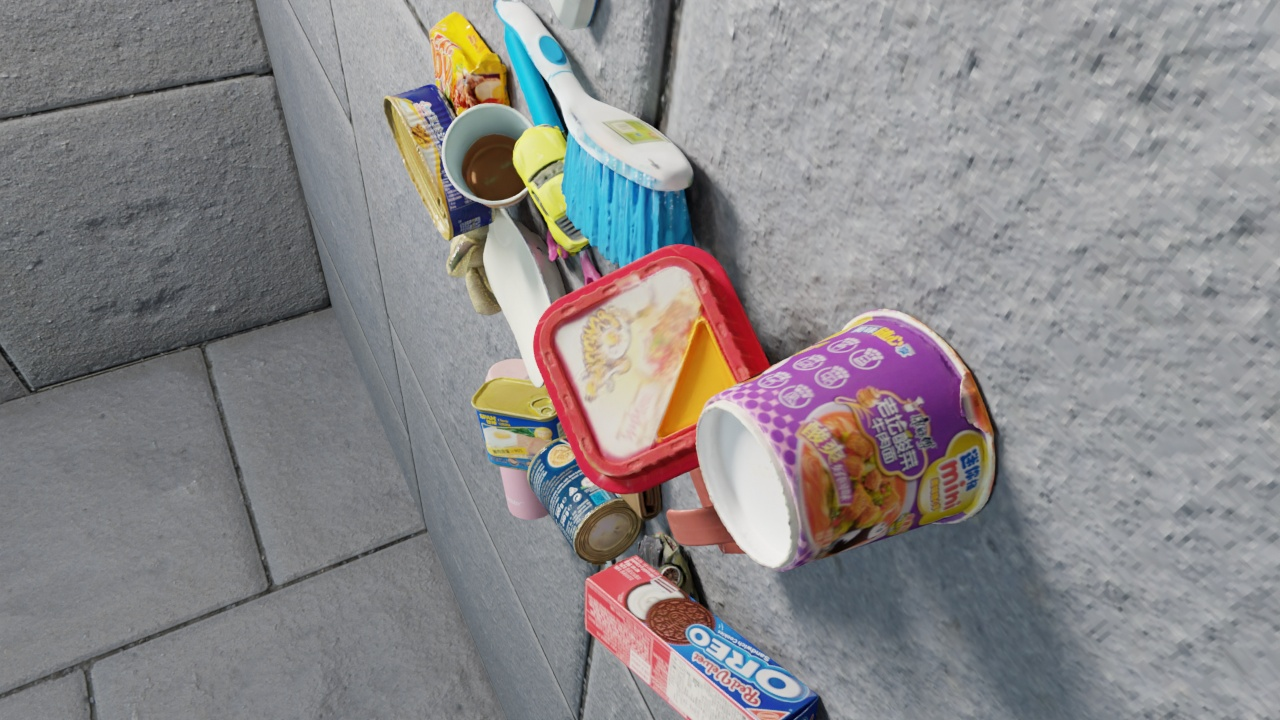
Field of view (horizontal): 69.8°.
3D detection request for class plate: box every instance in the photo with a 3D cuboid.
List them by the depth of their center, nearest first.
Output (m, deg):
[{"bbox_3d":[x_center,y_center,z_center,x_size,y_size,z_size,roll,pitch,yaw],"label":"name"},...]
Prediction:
[{"bbox_3d":[-0.108,-0.069,0.900,0.164,0.034,0.164,64,158,17],"label":"plate"}]

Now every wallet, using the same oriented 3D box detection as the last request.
[{"bbox_3d":[-0.022,0.079,0.824,0.115,0.033,0.090,45,150,47],"label":"wallet"}]

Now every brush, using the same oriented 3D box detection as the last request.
[{"bbox_3d":[0.066,0.090,0.560,0.063,0.069,0.146,68,159,3],"label":"brush"},{"bbox_3d":[-0.043,-0.167,0.640,0.314,0.060,0.110,-131,35,-48],"label":"brush"}]

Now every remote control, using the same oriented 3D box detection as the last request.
[{"bbox_3d":[-0.063,-0.284,0.615,0.125,0.024,0.049,66,158,12],"label":"remote control"}]

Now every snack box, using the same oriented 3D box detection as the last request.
[{"bbox_3d":[0.040,0.230,0.702,0.208,0.057,0.058,29,125,43],"label":"snack box"}]

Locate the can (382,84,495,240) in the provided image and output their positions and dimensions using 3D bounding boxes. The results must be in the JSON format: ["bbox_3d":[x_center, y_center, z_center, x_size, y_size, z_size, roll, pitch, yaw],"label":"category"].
[{"bbox_3d":[-0.190,-0.188,0.867,0.148,0.049,0.075,63,160,5],"label":"can"}]

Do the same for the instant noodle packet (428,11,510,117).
[{"bbox_3d":[-0.161,-0.254,0.860,0.128,0.044,0.111,52,149,40],"label":"instant noodle packet"}]

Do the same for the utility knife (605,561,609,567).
[{"bbox_3d":[-0.048,0.154,0.983,0.031,0.019,0.183,-140,32,-63],"label":"utility knife"}]

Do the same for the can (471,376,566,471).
[{"bbox_3d":[-0.120,0.070,0.971,0.102,0.057,0.083,8,128,20],"label":"can"}]

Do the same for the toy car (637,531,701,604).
[{"bbox_3d":[0.031,0.229,0.805,0.070,0.042,0.158,-5,99,65],"label":"toy car"}]

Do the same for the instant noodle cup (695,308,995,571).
[{"bbox_3d":[0.087,0.041,0.428,0.111,0.099,0.112,52,151,43],"label":"instant noodle cup"}]

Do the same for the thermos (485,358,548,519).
[{"bbox_3d":[-0.130,0.095,1.066,0.087,0.067,0.199,24,132,34],"label":"thermos"}]

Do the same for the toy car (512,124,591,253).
[{"bbox_3d":[-0.062,-0.132,0.692,0.105,0.048,0.032,61,-169,11],"label":"toy car"}]

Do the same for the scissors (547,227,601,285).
[{"bbox_3d":[-0.052,-0.094,0.770,0.134,0.017,0.134,-14,91,65],"label":"scissors"}]

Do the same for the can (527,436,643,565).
[{"bbox_3d":[-0.053,0.134,0.886,0.111,0.075,0.075,45,148,47],"label":"can"}]

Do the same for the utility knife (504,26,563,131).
[{"bbox_3d":[-0.086,-0.220,0.736,0.182,0.018,0.034,69,162,7],"label":"utility knife"}]

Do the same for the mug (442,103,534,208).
[{"bbox_3d":[-0.121,-0.164,0.775,0.123,0.078,0.078,-152,44,-84],"label":"mug"}]

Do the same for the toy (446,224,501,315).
[{"bbox_3d":[-0.175,-0.117,1.001,0.157,0.066,0.104,87,-164,-46],"label":"toy"}]

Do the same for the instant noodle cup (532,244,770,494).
[{"bbox_3d":[0.016,0.008,0.534,0.116,0.117,0.124,66,-170,10],"label":"instant noodle cup"}]
